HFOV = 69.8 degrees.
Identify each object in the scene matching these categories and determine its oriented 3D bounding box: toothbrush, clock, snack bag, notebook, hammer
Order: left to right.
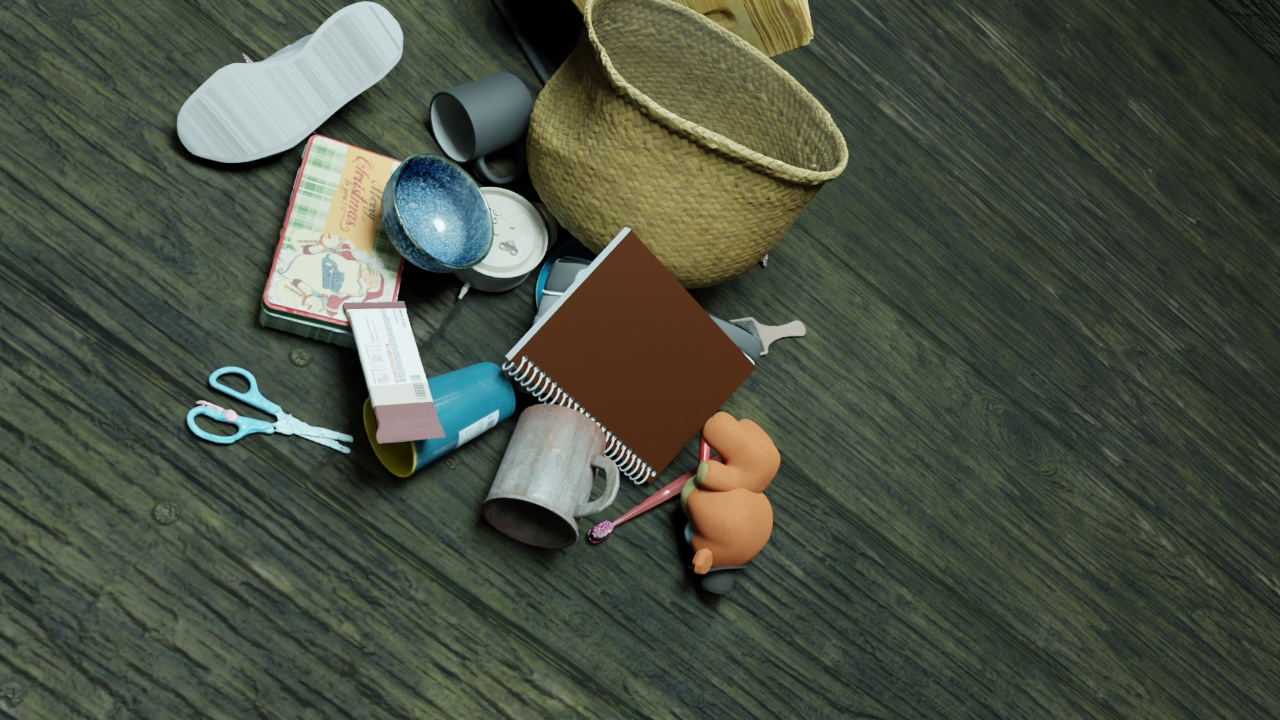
[{"bbox_3d":[-0.214,0.007,0.787,0.057,0.013,0.157,-3,50,-31],"label":"snack bag"},{"bbox_3d":[-0.137,-0.127,0.958,0.156,0.061,0.103,-25,78,-29],"label":"clock"},{"bbox_3d":[-0.130,-0.355,1.113,0.094,0.015,0.325,-24,79,-37],"label":"hammer"},{"bbox_3d":[-0.005,0.005,0.884,0.171,0.022,0.209,-47,122,-3],"label":"notebook"},{"bbox_3d":[0.024,0.135,0.926,0.189,0.017,0.016,-26,74,-31],"label":"toothbrush"},{"bbox_3d":[0.069,0.050,1.011,0.018,0.012,0.212,19,57,-20],"label":"toothbrush"}]

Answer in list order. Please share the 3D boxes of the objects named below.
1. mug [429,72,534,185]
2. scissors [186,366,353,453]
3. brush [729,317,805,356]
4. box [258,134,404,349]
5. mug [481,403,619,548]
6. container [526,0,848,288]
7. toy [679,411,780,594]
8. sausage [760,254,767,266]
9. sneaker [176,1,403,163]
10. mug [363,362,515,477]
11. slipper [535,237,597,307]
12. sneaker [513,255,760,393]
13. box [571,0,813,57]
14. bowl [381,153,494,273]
[{"bbox_3d":[-0.165,-0.248,1.004,0.087,0.078,0.113,-33,110,-38],"label":"mug"},{"bbox_3d":[-0.313,0.046,0.798,0.141,0.015,0.075,18,56,-28],"label":"scissors"},{"bbox_3d":[0.150,-0.032,1.099,0.135,0.015,0.050,-10,72,-34],"label":"brush"},{"bbox_3d":[-0.283,-0.113,0.874,0.117,0.051,0.205,18,56,-22],"label":"box"},{"bbox_3d":[-0.072,0.105,0.836,0.096,0.123,0.110,58,38,-49],"label":"mug"},{"bbox_3d":[0.038,-0.222,0.968,0.306,0.197,0.306,19,40,-17],"label":"container"},{"bbox_3d":[0.090,0.142,0.908,0.112,0.096,0.176,22,67,-59],"label":"toy"},{"bbox_3d":[0.117,-0.184,1.159,0.020,0.020,0.155,-27,80,-37],"label":"sausage"},{"bbox_3d":[-0.346,-0.269,0.911,0.235,0.089,0.099,-37,109,-18],"label":"sneaker"},{"bbox_3d":[-0.178,0.047,0.835,0.121,0.078,0.078,-24,78,-41],"label":"mug"},{"bbox_3d":[-0.008,-0.119,1.029,0.118,0.060,0.293,46,52,4],"label":"slipper"},{"bbox_3d":[-0.002,0.005,0.941,0.256,0.093,0.160,23,91,-29],"label":"sneaker"},{"bbox_3d":[0.010,-0.537,1.081,0.279,0.287,0.335,36,44,-60],"label":"box"},{"bbox_3d":[-0.201,-0.131,0.863,0.114,0.061,0.114,25,56,-42],"label":"bowl"}]
